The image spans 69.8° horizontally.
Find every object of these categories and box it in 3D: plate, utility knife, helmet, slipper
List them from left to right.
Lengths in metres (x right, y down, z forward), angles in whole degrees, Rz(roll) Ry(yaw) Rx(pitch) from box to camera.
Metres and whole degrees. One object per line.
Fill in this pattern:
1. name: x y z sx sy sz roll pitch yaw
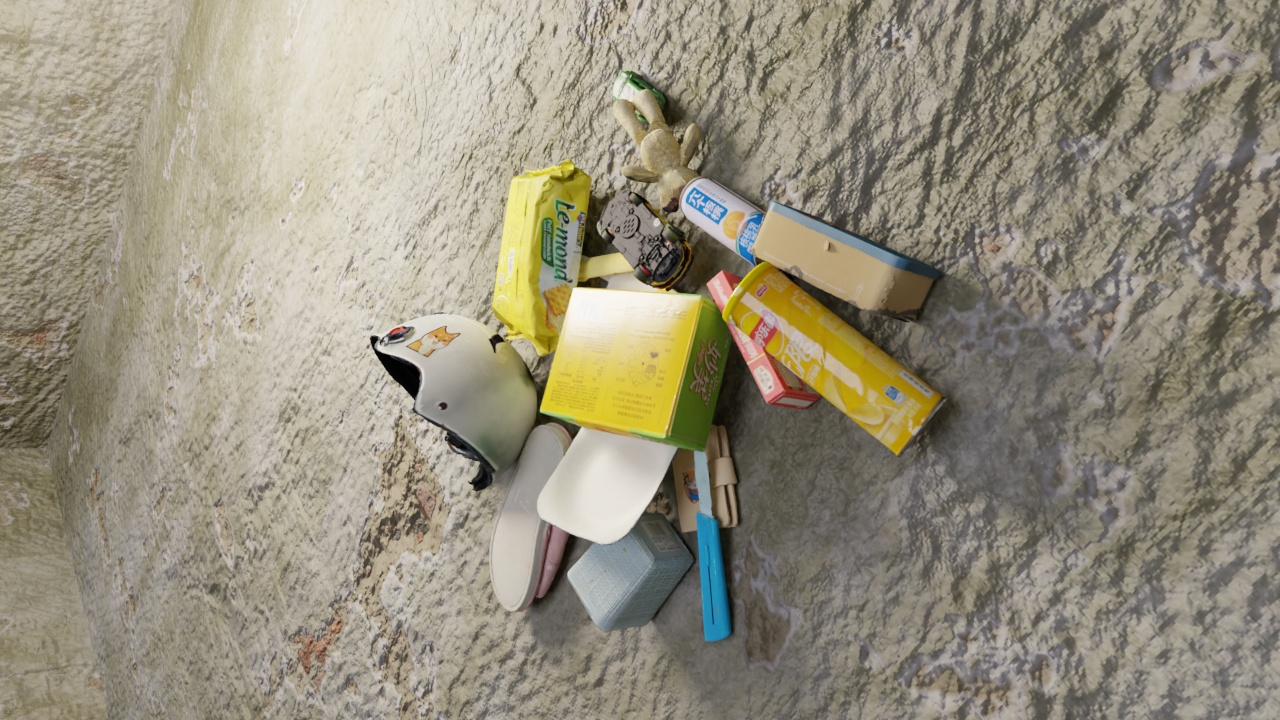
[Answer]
1. helmet: -0.235 0.030 1.239 0.156 0.230 0.274 -36 44 -12
2. slipper: -0.136 0.208 1.212 0.114 0.054 0.275 32 113 42
3. plate: -0.030 0.133 1.049 0.164 0.034 0.163 12 64 47
4. utility knife: -0.022 -0.117 1.112 0.216 0.022 0.031 -2 87 53
5. utility knife: 0.075 0.202 1.009 0.034 0.018 0.218 -4 92 44

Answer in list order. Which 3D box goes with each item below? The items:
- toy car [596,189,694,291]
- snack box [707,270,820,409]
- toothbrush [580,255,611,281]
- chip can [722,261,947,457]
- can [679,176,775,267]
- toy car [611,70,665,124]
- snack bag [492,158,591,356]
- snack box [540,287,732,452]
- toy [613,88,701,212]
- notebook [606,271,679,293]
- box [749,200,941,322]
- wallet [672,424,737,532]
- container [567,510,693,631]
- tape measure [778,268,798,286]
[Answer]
1. toy car: 0.005 -0.141 1.053 0.071 0.041 0.156 -53 47 15
2. snack box: 0.127 -0.021 0.954 0.026 0.075 0.152 -39 61 28
3. toothbrush: -0.028 -0.097 1.156 0.180 0.016 0.016 35 109 41
4. chip can: 0.179 -0.004 0.860 0.213 0.071 0.072 39 115 17
5. can: 0.102 -0.152 1.006 0.134 0.053 0.053 42 115 38
6. toy car: -0.005 -0.328 1.140 0.091 0.036 0.043 49 121 40
7. snack bag: -0.135 -0.137 1.201 0.158 0.068 0.246 20 103 62
8. snack box: -0.006 0.006 1.026 0.210 0.070 0.157 8 80 44
9. toy: 0.021 -0.247 1.075 0.105 0.066 0.157 -27 78 -4
10. notebook: -0.020 -0.009 1.120 0.146 0.010 0.206 40 114 42
11. box: 0.198 -0.094 0.883 0.184 0.089 0.062 31 107 39
12. wallet: 0.072 0.133 1.036 0.087 0.024 0.115 -17 74 42
13. container: -0.008 0.240 1.063 0.112 0.090 0.090 -54 54 24
14. tape measure: 0.142 -0.060 0.950 0.034 0.065 0.066 -34 78 35
